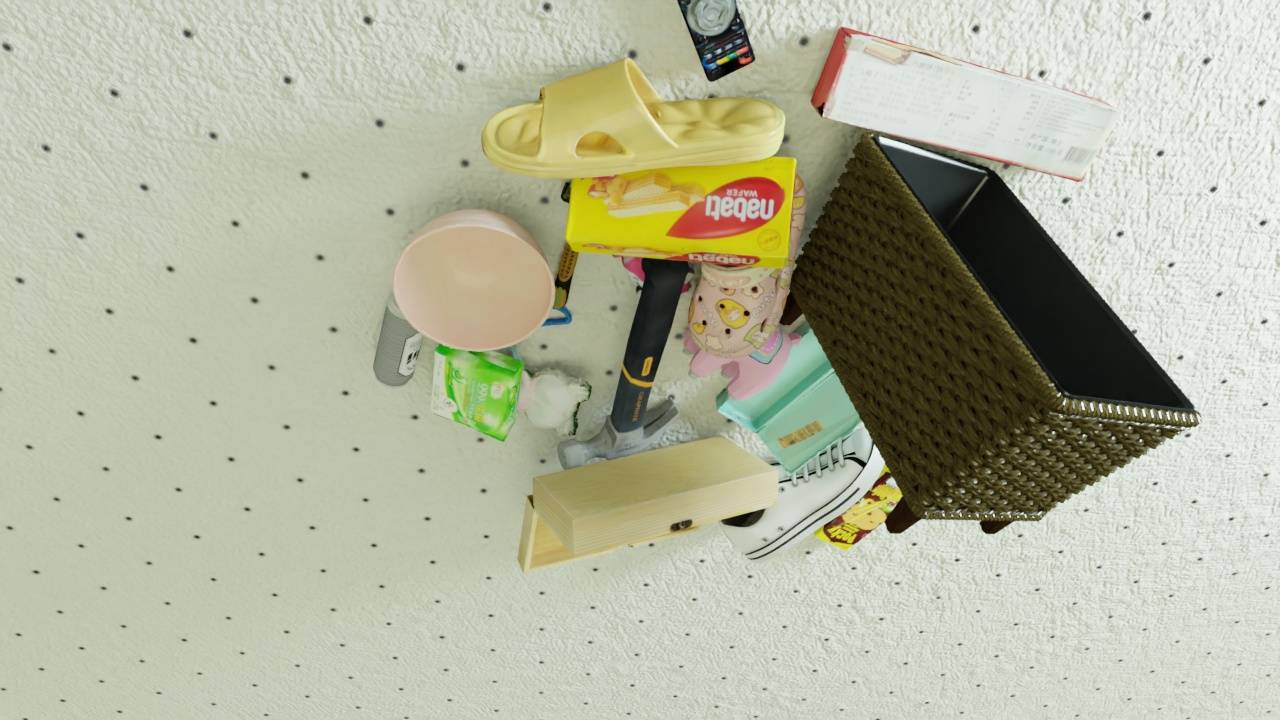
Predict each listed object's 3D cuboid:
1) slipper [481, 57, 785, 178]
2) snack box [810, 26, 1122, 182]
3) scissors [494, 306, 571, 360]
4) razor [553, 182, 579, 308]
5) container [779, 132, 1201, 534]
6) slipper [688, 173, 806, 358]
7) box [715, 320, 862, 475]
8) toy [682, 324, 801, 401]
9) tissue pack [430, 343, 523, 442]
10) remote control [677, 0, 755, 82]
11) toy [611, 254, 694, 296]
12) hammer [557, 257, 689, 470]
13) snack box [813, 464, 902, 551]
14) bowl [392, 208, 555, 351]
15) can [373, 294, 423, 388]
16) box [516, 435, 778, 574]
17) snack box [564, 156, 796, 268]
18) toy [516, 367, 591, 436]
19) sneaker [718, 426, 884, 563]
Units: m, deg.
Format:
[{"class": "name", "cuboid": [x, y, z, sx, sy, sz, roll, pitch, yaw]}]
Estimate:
[{"class": "slipper", "cuboid": [-0.004, -0.214, 0.783, 0.263, 0.099, 0.079, -3, 130, -7]}, {"class": "snack box", "cuboid": [0.292, -0.228, 0.828, 0.272, 0.044, 0.077, 9, 124, -13]}, {"class": "scissors", "cuboid": [-0.136, -0.035, 0.987, 0.125, 0.013, 0.127, -4, 129, -3]}, {"class": "razor", "cuboid": [-0.070, -0.110, 0.918, 0.044, 0.021, 0.144, 21, 128, 1]}, {"class": "container", "cuboid": [0.271, -0.012, 0.816, 0.176, 0.320, 0.206, 6, 134, -30]}, {"class": "slipper", "cuboid": [0.096, -0.091, 0.868, 0.093, 0.081, 0.197, 25, 109, 21]}, {"class": "box", "cuboid": [0.194, 0.034, 1.047, 0.138, 0.055, 0.187, 41, 120, -14]}, {"class": "toy", "cuboid": [0.116, -0.037, 0.969, 0.123, 0.067, 0.158, 28, 120, -27]}, {"class": "tissue pack", "cuboid": [-0.181, 0.029, 1.002, 0.099, 0.034, 0.114, 21, 132, 7]}, {"class": "remote control", "cuboid": [0.053, -0.301, 0.757, 0.045, 0.021, 0.140, -24, 128, 7]}, {"class": "toy", "cuboid": [0.017, -0.089, 0.928, 0.065, 0.050, 0.102, -25, 134, 11]}, {"class": "hammer", "cuboid": [-0.006, 0.006, 0.969, 0.139, 0.035, 0.313, -14, 144, -22]}, {"class": "snack box", "cuboid": [0.299, 0.194, 1.211, 0.061, 0.025, 0.149, 27, 124, -24]}, {"class": "bowl", "cuboid": [-0.159, -0.089, 0.894, 0.153, 0.076, 0.153, -3, 131, -4]}, {"class": "can", "cuboid": [-0.253, -0.021, 0.968, 0.044, 0.044, 0.107, 13, 129, -15]}, {"class": "box", "cuboid": [-0.004, 0.167, 1.072, 0.247, 0.118, 0.253, -8, 160, -24]}, {"class": "snack box", "cuboid": [0.036, -0.138, 0.825, 0.201, 0.092, 0.042, 6, 172, 7]}, {"class": "toy", "cuboid": [-0.113, 0.039, 1.035, 0.109, 0.041, 0.096, 16, 131, -11]}, {"class": "sneaker", "cuboid": [0.189, 0.150, 1.133, 0.097, 0.091, 0.246, 39, 121, -15]}]
